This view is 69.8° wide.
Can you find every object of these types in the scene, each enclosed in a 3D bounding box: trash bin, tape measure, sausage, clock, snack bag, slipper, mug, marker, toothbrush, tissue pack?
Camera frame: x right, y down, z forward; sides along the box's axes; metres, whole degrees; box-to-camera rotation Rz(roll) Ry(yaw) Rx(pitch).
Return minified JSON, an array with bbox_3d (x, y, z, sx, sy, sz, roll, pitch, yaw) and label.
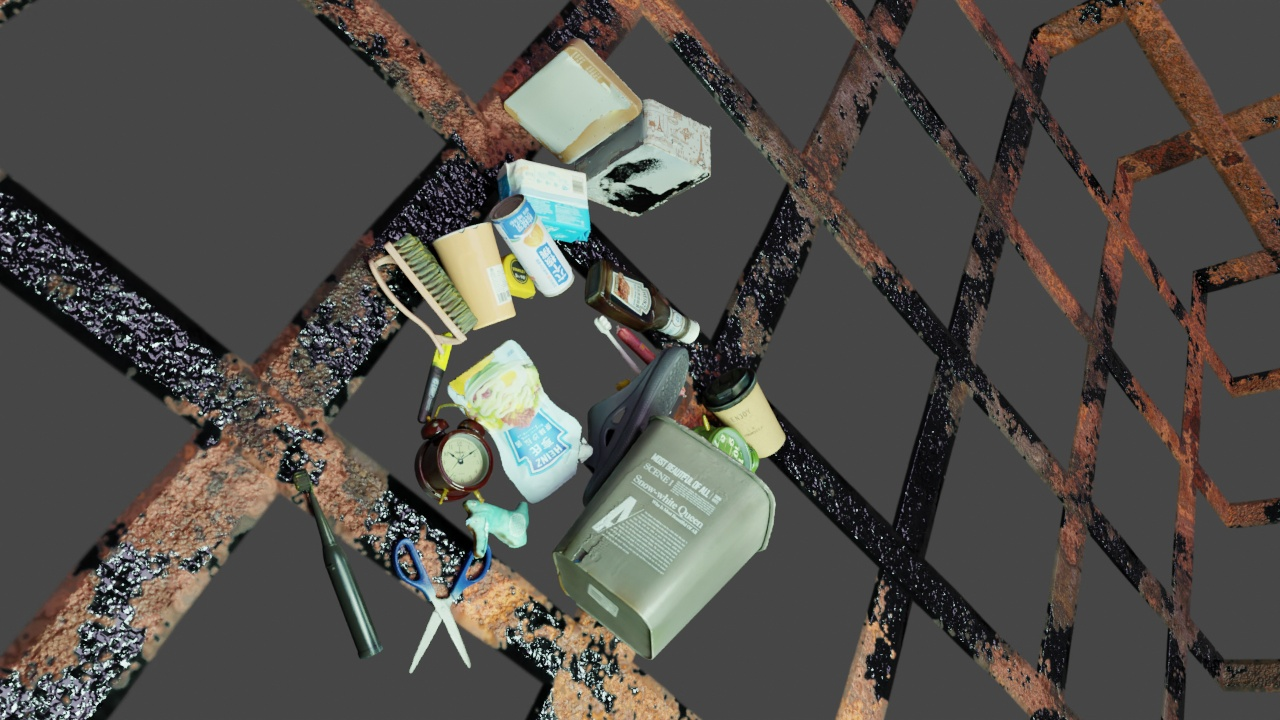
[{"bbox_3d":[0.023,0.223,1.136,0.199,0.199,0.219,33,61,23],"label":"trash bin"},{"bbox_3d":[-0.171,-0.112,1.221,0.060,0.029,0.057,10,65,-56],"label":"tape measure"},{"bbox_3d":[0.017,0.002,1.351,0.156,0.020,0.020,45,52,-20],"label":"sausage"},{"bbox_3d":[-0.221,0.111,1.088,0.082,0.055,0.121,5,71,-39],"label":"clock"},{"bbox_3d":[-0.148,0.078,1.153,0.110,0.039,0.191,-38,99,-16],"label":"snack bag"},{"bbox_3d":[-0.022,0.086,1.250,0.267,0.083,0.111,-59,157,-24],"label":"slipper"},{"bbox_3d":[0.123,0.160,1.356,0.161,0.056,0.115,40,54,-34],"label":"clock"},{"bbox_3d":[-0.205,-0.105,1.162,0.078,0.078,0.123,-25,97,-42],"label":"mug"},{"bbox_3d":[-0.250,0.021,1.119,0.018,0.015,0.124,25,60,-28],"label":"marker"},{"bbox_3d":[-0.327,0.216,0.983,0.027,0.026,0.212,-22,90,-54],"label":"toothbrush"},{"bbox_3d":[-0.132,-0.216,1.264,0.139,0.063,0.090,4,75,-38],"label":"tissue pack"},{"bbox_3d":[-0.008,0.008,1.329,0.180,0.016,0.016,53,52,-14],"label":"toothbrush"}]

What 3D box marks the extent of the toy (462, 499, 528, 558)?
[{"bbox_3d":[-0.176,0.201,1.110,0.092,0.030,0.096,26,42,-28],"label":"toy"}]

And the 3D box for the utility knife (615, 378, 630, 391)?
[{"bbox_3d":[0.018,0.085,1.325,0.154,0.015,0.033,49,48,-17],"label":"utility knife"}]

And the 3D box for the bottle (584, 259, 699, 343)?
[{"bbox_3d":[0.006,-0.077,1.351,0.194,0.044,0.079,26,53,-33],"label":"bottle"}]

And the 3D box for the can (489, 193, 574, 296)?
[{"bbox_3d":[-0.140,-0.148,1.197,0.134,0.053,0.053,58,46,-34],"label":"can"}]

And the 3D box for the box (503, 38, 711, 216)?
[{"bbox_3d":[-0.046,-0.317,1.296,0.272,0.178,0.106,30,58,-31],"label":"box"}]

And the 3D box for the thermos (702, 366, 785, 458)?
[{"bbox_3d":[0.161,0.080,1.405,0.143,0.093,0.092,54,49,-23],"label":"thermos"}]

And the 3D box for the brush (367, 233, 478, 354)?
[{"bbox_3d":[-0.261,-0.080,1.109,0.073,0.063,0.145,-37,97,-7],"label":"brush"}]

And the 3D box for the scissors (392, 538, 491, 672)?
[{"bbox_3d":[-0.229,0.271,1.057,0.162,0.012,0.175,50,52,-18],"label":"scissors"}]
